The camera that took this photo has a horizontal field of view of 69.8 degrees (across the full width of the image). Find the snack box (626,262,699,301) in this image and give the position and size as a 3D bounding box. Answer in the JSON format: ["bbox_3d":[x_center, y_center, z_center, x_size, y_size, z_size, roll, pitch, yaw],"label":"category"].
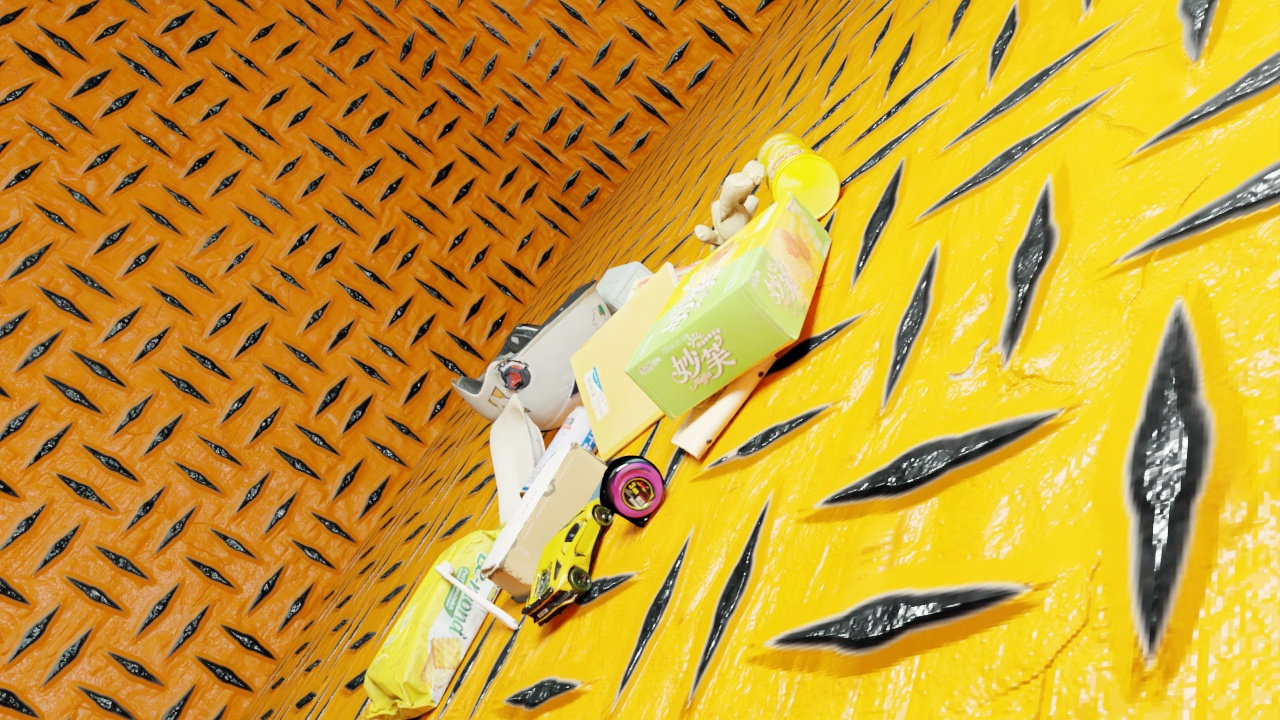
[{"bbox_3d":[0.051,-0.075,1.060,0.153,0.025,0.075,-11,44,34],"label":"snack box"}]

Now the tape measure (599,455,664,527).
[{"bbox_3d":[-0.008,0.115,0.831,0.058,0.057,0.039,-61,11,-2],"label":"tape measure"}]

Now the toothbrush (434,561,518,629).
[{"bbox_3d":[-0.180,0.256,1.007,0.016,0.016,0.180,-42,32,-23],"label":"toothbrush"}]

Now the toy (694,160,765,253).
[{"bbox_3d":[0.115,-0.169,1.090,0.104,0.066,0.158,-42,-22,-29],"label":"toy"}]

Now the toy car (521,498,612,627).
[{"bbox_3d":[-0.070,0.189,0.888,0.071,0.041,0.155,-43,13,34],"label":"toy car"}]

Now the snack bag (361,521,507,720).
[{"bbox_3d":[-0.245,0.316,1.107,0.158,0.068,0.245,-38,19,49],"label":"snack bag"}]

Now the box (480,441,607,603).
[{"bbox_3d":[-0.106,0.180,1.002,0.090,0.062,0.183,-33,25,59],"label":"box"}]

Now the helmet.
[{"bbox_3d":[-0.129,0.014,1.337,0.275,0.157,0.229,-30,12,35],"label":"helmet"}]

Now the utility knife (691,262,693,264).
[{"bbox_3d":[0.044,-0.074,1.279,0.031,0.022,0.215,-41,23,40],"label":"utility knife"}]

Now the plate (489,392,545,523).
[{"bbox_3d":[-0.162,0.140,1.240,0.164,0.034,0.164,-49,48,53],"label":"plate"}]

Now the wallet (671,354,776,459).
[{"bbox_3d":[0.072,0.036,0.845,0.115,0.024,0.087,-53,10,-5],"label":"wallet"}]

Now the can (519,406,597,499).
[{"bbox_3d":[-0.092,0.123,1.129,0.134,0.053,0.053,-58,13,-27],"label":"can"}]

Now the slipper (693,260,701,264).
[{"bbox_3d":[0.042,-0.048,1.125,0.114,0.054,0.273,-44,16,31],"label":"slipper"}]

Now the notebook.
[{"bbox_3d":[-0.006,0.006,1.036,0.207,0.010,0.145,-42,57,40],"label":"notebook"}]

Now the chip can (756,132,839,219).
[{"bbox_3d":[0.180,-0.218,1.072,0.072,0.072,0.213,-48,12,16],"label":"chip can"}]

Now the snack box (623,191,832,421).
[{"bbox_3d":[0.088,-0.056,0.869,0.158,0.070,0.209,-37,13,35],"label":"snack box"}]

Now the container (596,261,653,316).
[{"bbox_3d":[-0.016,-0.091,1.394,0.089,0.090,0.112,-55,15,-14],"label":"container"}]
